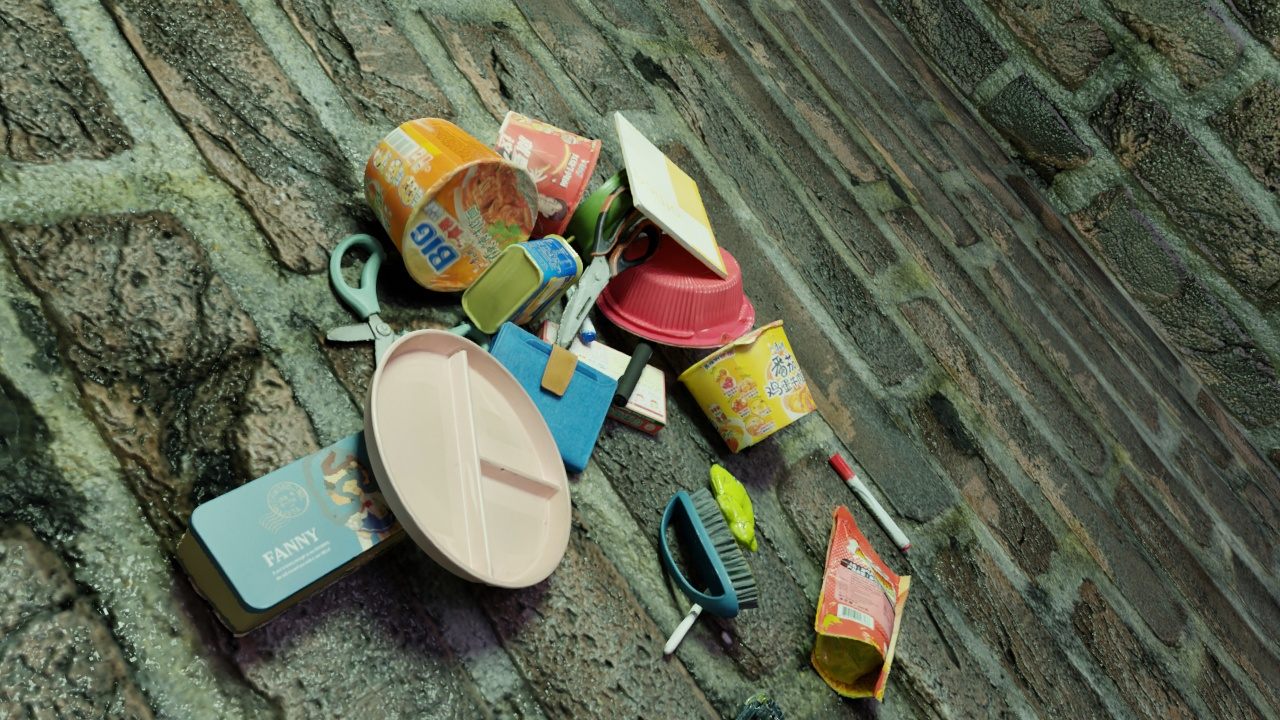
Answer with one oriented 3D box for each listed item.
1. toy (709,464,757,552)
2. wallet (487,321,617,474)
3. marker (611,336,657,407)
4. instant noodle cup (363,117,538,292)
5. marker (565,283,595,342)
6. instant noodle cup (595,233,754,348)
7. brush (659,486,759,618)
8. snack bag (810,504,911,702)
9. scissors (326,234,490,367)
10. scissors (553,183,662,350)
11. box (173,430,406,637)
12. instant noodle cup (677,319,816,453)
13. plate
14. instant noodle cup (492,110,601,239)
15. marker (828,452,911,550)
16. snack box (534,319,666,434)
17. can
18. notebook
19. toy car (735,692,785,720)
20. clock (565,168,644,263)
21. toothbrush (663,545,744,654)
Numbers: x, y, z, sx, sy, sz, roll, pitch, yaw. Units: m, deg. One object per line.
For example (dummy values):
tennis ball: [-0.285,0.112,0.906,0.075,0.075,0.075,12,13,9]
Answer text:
toy: [0.098,0.156,0.969,0.096,0.031,0.100,61,12,4]
wallet: [-0.095,0.036,0.888,0.133,0.040,0.106,29,67,-20]
marker: [-0.006,0.006,0.986,0.022,0.020,0.131,49,33,-15]
instant noodle cup: [-0.192,-0.160,0.904,0.151,0.152,0.111,-9,45,-47]
marker: [-0.075,-0.072,1.017,0.017,0.017,0.145,14,35,-34]
instant noodle cup: [0.044,-0.092,1.066,0.194,0.066,0.193,7,33,-5]
brush: [0.059,0.188,0.894,0.073,0.055,0.143,-14,47,-13]
snack bag: [0.241,0.261,1.003,0.128,0.073,0.207,46,32,-7]
scissors: [-0.226,-0.051,0.882,0.174,0.019,0.170,2,57,-41]
scissors: [-0.030,-0.091,0.980,0.182,0.015,0.209,1,81,-38]
box: [-0.246,0.123,0.670,0.090,0.064,0.183,50,36,6]
instant noodle cup: [0.127,0.034,1.048,0.137,0.138,0.109,-20,79,-50]
plate: [-0.139,0.081,0.756,0.229,0.028,0.229,45,28,-33]
instant noodle cup: [-0.121,-0.207,1.033,0.108,0.138,0.137,24,42,-14]
marker: [0.289,0.178,1.155,0.145,0.017,0.017,52,38,8]
snack box: [-0.042,0.018,0.982,0.155,0.027,0.076,24,42,-26]
can: [-0.119,-0.076,0.921,0.057,0.102,0.083,50,25,6]
notebook: [0.032,-0.192,1.052,0.146,0.010,0.206,35,27,-32]
toy car: [0.095,0.340,0.816,0.049,0.031,0.105,53,37,10]
clock: [-0.030,-0.180,1.097,0.056,0.116,0.160,49,33,-6]
toothbrush: [0.063,0.227,0.901,0.016,0.016,0.179,41,37,6]
